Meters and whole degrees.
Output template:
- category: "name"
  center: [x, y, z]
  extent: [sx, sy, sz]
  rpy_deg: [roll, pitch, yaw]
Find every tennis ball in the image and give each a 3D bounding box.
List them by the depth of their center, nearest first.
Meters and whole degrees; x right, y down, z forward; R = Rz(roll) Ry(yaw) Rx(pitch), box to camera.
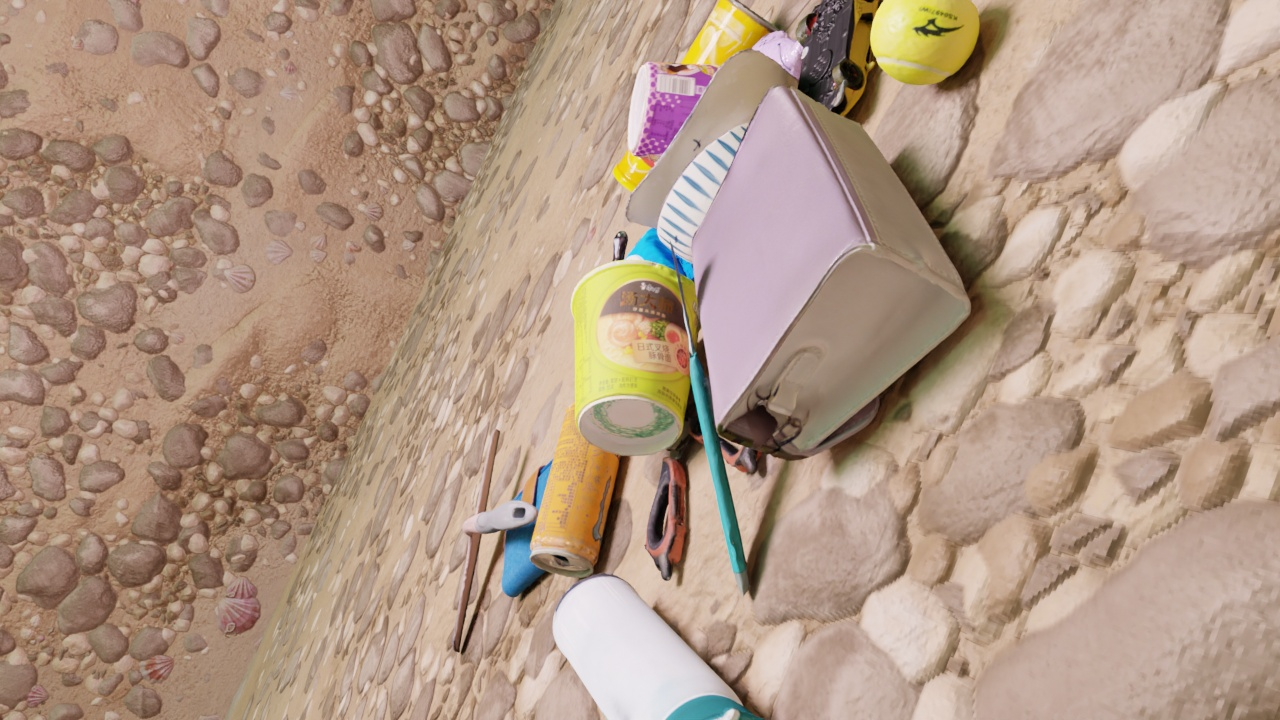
- category: "tennis ball"
  center: [0.180, -0.209, 0.584]
  extent: [0.066, 0.065, 0.065]
  rpy_deg: [-50, 25, 33]

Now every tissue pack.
- category: "tissue pack"
  center: [-0.005, -0.042, 0.830]
  extent: [0.157, 0.052, 0.094]
  rpy_deg: [-53, 32, 24]

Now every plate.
- category: "plate"
  center: [0.072, -0.165, 0.749]
  extent: [0.164, 0.034, 0.163]
  rpy_deg: [-53, -20, 21]

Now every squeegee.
- category: "squeegee"
  center: [-0.150, 0.163, 0.910]
  extent: [0.250, 0.040, 0.247]
  rpy_deg: [146, 136, -63]

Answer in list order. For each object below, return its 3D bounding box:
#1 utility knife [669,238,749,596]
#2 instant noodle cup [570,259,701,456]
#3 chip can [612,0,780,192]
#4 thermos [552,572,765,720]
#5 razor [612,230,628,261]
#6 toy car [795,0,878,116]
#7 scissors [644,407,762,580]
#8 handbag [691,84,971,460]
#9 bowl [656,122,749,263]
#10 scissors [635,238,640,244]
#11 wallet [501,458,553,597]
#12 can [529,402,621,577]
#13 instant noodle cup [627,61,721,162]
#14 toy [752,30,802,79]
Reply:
- category: "utility knife"
  center: [0.042, 0.033, 0.566]
  extent: [0.029, 0.013, 0.223]
  rpy_deg: [13, -116, -80]
- category: "instant noodle cup"
  center: [-0.004, 0.004, 0.713]
  extent: [0.112, 0.111, 0.123]
  rpy_deg: [-45, 31, 43]
- category: "chip can"
  center: [0.055, -0.264, 0.945]
  extent: [0.214, 0.072, 0.072]
  rpy_deg: [-55, 23, 24]
- category: "thermos"
  center: [0.007, 0.196, 0.539]
  extent: [0.073, 0.073, 0.224]
  rpy_deg: [-66, 21, -3]
- category: "razor"
  center: [-0.024, -0.067, 0.931]
  extent: [0.043, 0.022, 0.142]
  rpy_deg: [-24, 61, 57]
- category: "toy car"
  center: [0.152, -0.236, 0.718]
  extent: [0.071, 0.041, 0.155]
  rpy_deg: [-30, 42, 57]
- category: "scissors"
  center: [0.034, 0.067, 0.695]
  extent: [0.190, 0.015, 0.226]
  rpy_deg: [-42, 30, 45]
- category: "handbag"
  center: [0.098, -0.055, 0.557]
  extent: [0.145, 0.098, 0.196]
  rpy_deg: [-50, 27, 30]
- category: "bowl"
  center: [0.076, -0.115, 0.701]
  extent: [0.116, 0.066, 0.117]
  rpy_deg: [-39, -20, -17]
- category: "scissors"
  center: [0.033, -0.095, 0.874]
  extent: [0.162, 0.012, 0.173]
  rpy_deg: [-54, 30, 14]
- category: "wallet"
  center: [-0.094, 0.153, 0.879]
  extent: [0.133, 0.040, 0.106]
  rpy_deg: [-46, 32, 40]
- category: "can"
  center: [-0.052, 0.109, 0.795]
  extent: [0.058, 0.058, 0.145]
  rpy_deg: [-36, 35, 52]
- category: "instant noodle cup"
  center: [0.043, -0.225, 0.848]
  extent: [0.111, 0.099, 0.111]
  rpy_deg: [-176, 91, -80]
- category: "toy"
  center: [0.121, -0.263, 0.831]
  extent: [0.084, 0.039, 0.108]
  rpy_deg: [-64, 21, 23]
